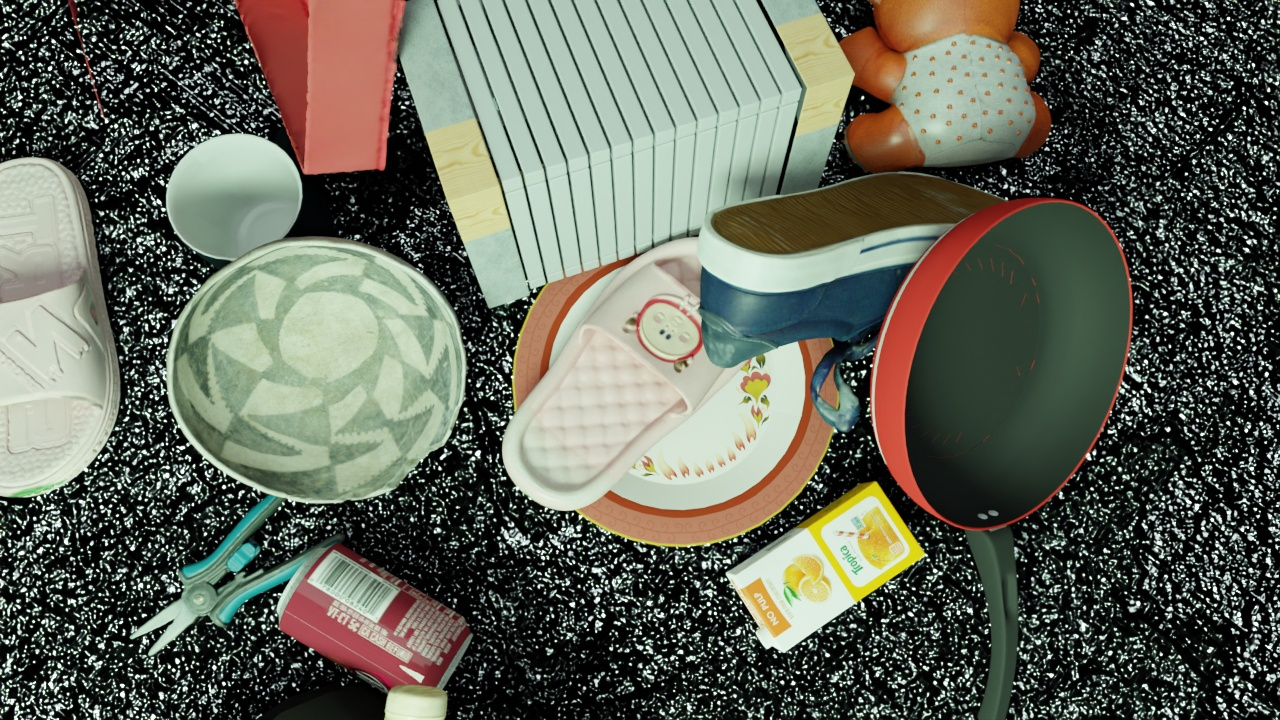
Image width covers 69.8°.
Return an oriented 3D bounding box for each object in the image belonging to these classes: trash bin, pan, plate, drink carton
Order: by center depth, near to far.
[{"bbox_3d":[0.229,0.074,0.595,0.208,0.067,0.356,-9,109,-29],"label":"pan"},{"bbox_3d":[-0.014,-0.164,0.608,0.247,0.143,0.142,-19,70,-6],"label":"trash bin"},{"bbox_3d":[0.122,0.141,0.624,0.122,0.040,0.058,-32,83,-8],"label":"drink carton"},{"bbox_3d":[0.025,0.015,0.651,0.230,0.021,0.229,1,80,-3],"label":"plate"}]

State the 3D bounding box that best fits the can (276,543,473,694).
[{"bbox_3d":[-0.170,0.170,0.591,0.114,0.063,0.063,30,79,2],"label":"can"}]

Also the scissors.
[{"bbox_3d":[-0.267,0.137,0.614,0.123,0.019,0.148,14,85,-5],"label":"scissors"}]

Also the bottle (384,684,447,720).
[{"bbox_3d":[-0.131,0.260,0.486,0.059,0.060,0.166,7,78,-2],"label":"bottle"}]

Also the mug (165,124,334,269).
[{"bbox_3d":[-0.250,-0.111,0.622,0.085,0.094,0.121,21,79,0],"label":"mug"}]

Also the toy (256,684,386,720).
[{"bbox_3d":[-0.216,0.271,0.529,0.159,0.140,0.184,42,76,17],"label":"toy"}]

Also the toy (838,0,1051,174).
[{"bbox_3d":[0.225,-0.228,0.679,0.164,0.093,0.172,-6,92,-2],"label":"toy"}]

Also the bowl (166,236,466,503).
[{"bbox_3d":[-0.206,-0.003,0.599,0.178,0.081,0.179,-7,116,-16],"label":"bowl"}]

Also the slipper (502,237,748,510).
[{"bbox_3d":[-0.004,0.004,0.611,0.107,0.056,0.221,42,79,6],"label":"slipper"}]

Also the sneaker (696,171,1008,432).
[{"bbox_3d":[0.160,-0.048,0.623,0.293,0.127,0.120,-15,40,-30],"label":"sneaker"}]

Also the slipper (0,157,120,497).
[{"bbox_3d":[-0.414,-0.031,0.615,0.094,0.064,0.239,-9,79,-5],"label":"slipper"}]

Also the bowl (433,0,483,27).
[{"bbox_3d":[-0.112,-0.294,0.678,0.120,0.066,0.120,1,79,-3],"label":"bowl"}]

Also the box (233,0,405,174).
[{"bbox_3d":[-0.211,-0.280,0.510,0.121,0.319,0.211,-24,63,-10],"label":"box"}]
